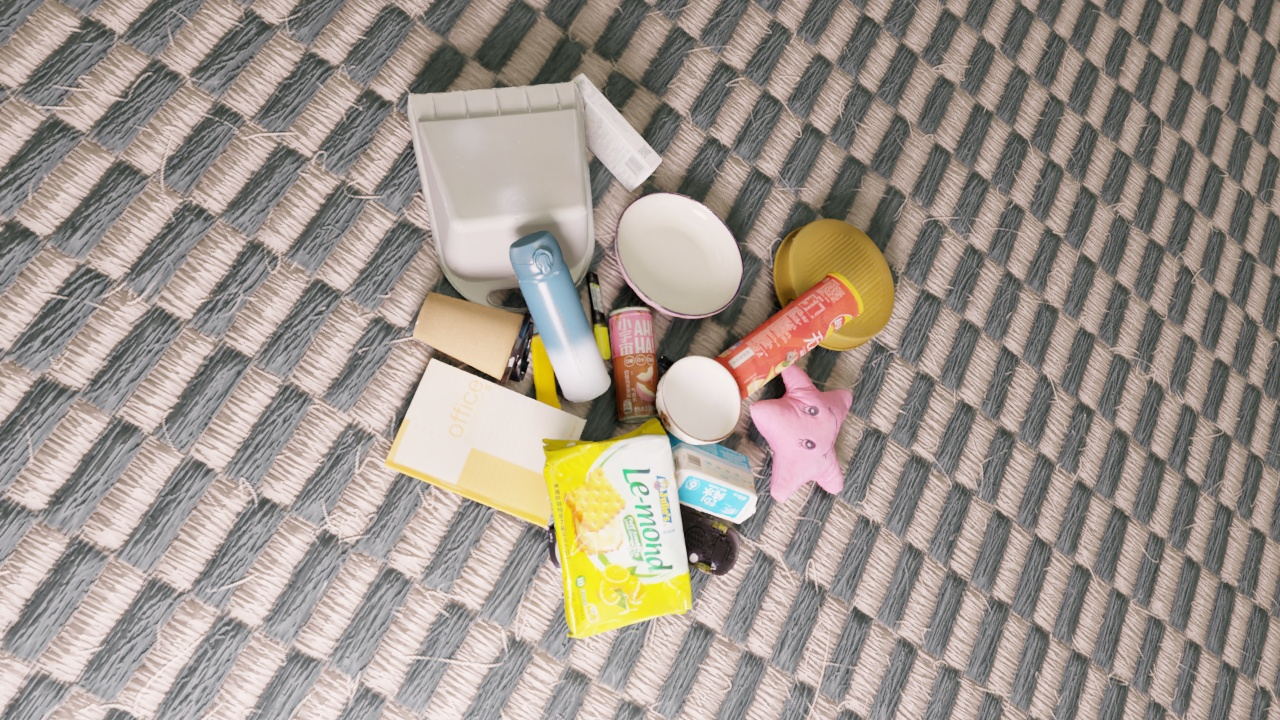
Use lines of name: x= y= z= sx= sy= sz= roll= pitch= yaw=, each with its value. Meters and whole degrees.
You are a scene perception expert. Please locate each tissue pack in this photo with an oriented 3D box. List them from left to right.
tissue pack: x=0.083 y=0.150 z=1.186 sx=0.140 sy=0.063 sz=0.089 roll=22 pitch=29 yaw=-17

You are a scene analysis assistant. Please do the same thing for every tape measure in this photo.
tape measure: x=-0.079 y=0.233 z=1.134 sx=0.065 sy=0.034 sz=0.066 roll=-3 pitch=79 yaw=-21

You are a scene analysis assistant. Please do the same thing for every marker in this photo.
marker: x=-0.057 y=-0.060 z=1.221 sx=0.018 sy=0.015 sz=0.124 roll=-4 pitch=76 yaw=-24
marker: x=0.075 y=0.029 z=1.234 sx=0.130 sy=0.022 sz=0.018 roll=32 pitch=92 yaw=-30

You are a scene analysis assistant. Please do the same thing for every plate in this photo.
plate: x=0.048 y=-0.139 z=1.255 sx=0.192 sy=0.039 sz=0.192 roll=10 pitch=63 yaw=-21

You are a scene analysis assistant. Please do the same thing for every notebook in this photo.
notebook: x=-0.184 y=0.098 z=1.107 sx=0.206 sy=0.010 sz=0.145 roll=23 pitch=67 yaw=-8

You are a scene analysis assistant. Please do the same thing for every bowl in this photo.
bowl: x=0.066 y=0.057 z=1.168 sx=0.113 sy=0.062 sz=0.113 roll=10 pitch=66 yaw=-24

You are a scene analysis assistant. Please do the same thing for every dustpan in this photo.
dustpan: x=-0.167 y=-0.201 z=1.172 sx=0.222 sy=0.143 sz=0.257 roll=-8 pitch=64 yaw=-13

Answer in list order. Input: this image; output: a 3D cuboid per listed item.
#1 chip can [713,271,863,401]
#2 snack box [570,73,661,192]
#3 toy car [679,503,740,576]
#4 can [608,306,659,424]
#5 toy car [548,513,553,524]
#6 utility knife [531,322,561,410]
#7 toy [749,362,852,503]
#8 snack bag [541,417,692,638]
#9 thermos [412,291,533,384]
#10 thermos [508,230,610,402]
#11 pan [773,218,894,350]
chip can: x=0.196 y=-0.032 z=1.232 sx=0.216 sy=0.073 sz=0.073 roll=-36 pitch=93 yaw=-10
snack box: x=-0.045 y=-0.305 z=1.242 sx=0.157 sy=0.085 sz=0.026 roll=47 pitch=67 yaw=-6
toy car: x=0.054 y=0.225 z=1.182 sx=0.158 sy=0.042 sz=0.070 roll=27 pitch=73 yaw=-8
can: x=-0.007 y=0.007 z=1.200 sx=0.057 sy=0.058 sz=0.147 roll=-1 pitch=78 yaw=-22
toy car: x=-0.134 y=0.146 z=1.131 sx=0.054 sy=0.037 sz=0.120 roll=-36 pitch=89 yaw=-24
utility knife: x=-0.121 y=0.026 z=1.174 sx=0.033 sy=0.015 sz=0.173 roll=0 pitch=77 yaw=-28
toy: x=0.215 y=0.102 z=1.255 sx=0.178 sy=0.075 sz=0.194 roll=21 pitch=70 yaw=-25
snack bag: x=-0.032 y=0.202 z=1.092 sx=0.157 sy=0.068 sz=0.246 roll=-9 pitch=94 yaw=-21
thermos: x=-0.199 y=-0.031 z=1.121 sx=0.143 sy=0.093 sz=0.093 roll=19 pitch=71 yaw=-8
thermos: x=-0.099 y=-0.053 z=1.118 sx=0.070 sy=0.070 sz=0.221 roll=-35 pitch=123 yaw=-25
pan: x=0.223 y=-0.069 z=1.318 sx=0.356 sy=0.078 sz=0.197 roll=-35 pitch=91 yaw=-31
